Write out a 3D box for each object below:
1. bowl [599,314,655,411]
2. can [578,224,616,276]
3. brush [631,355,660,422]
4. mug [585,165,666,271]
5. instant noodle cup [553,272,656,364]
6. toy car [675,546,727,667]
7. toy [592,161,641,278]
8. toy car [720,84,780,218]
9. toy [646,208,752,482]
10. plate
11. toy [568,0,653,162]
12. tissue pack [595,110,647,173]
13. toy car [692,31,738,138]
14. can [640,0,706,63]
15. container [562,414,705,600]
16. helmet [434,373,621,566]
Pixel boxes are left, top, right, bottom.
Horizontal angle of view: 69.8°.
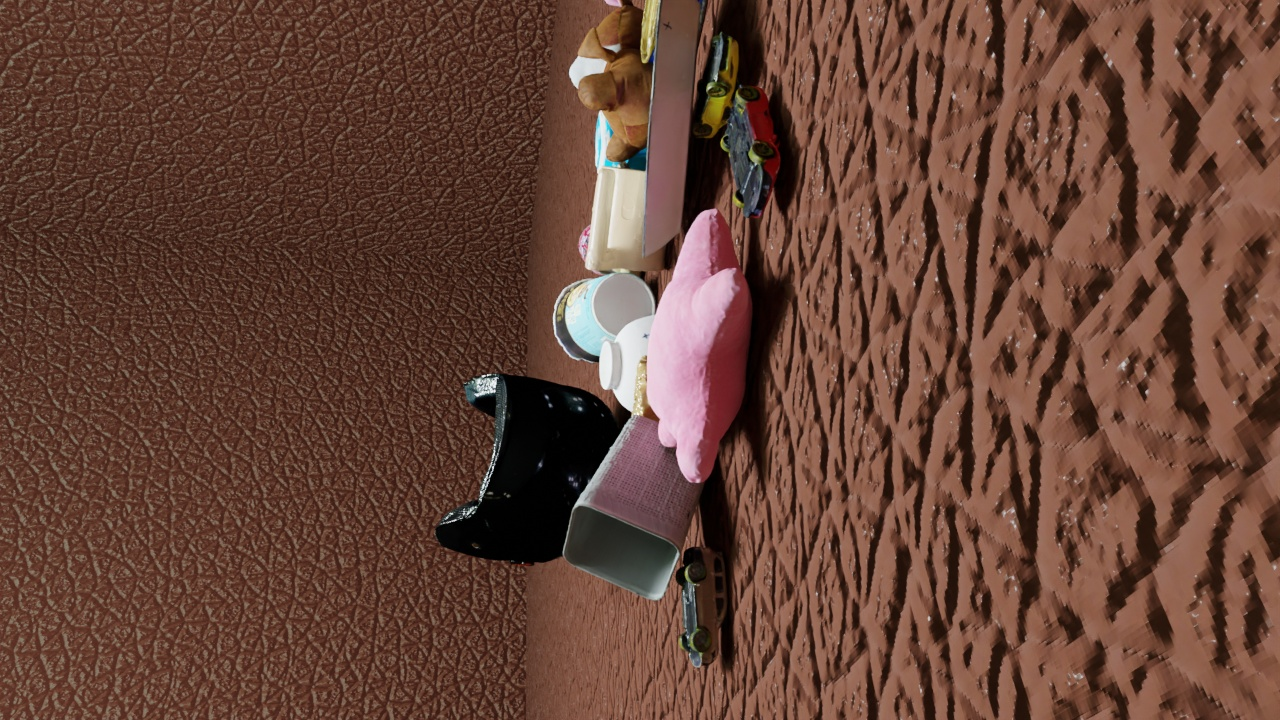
[{"bbox_3d":[-0.006,0.006,0.946,0.118,0.064,0.118,-178,91,-74],"label":"bowl"},{"bbox_3d":[-0.046,-0.150,1.232,0.093,0.066,0.066,-122,36,-73],"label":"can"},{"bbox_3d":[0.014,0.098,0.897,0.083,0.046,0.255,-93,2,-49],"label":"brush"},{"bbox_3d":[-0.018,-0.151,0.976,0.124,0.084,0.103,-18,-62,-62],"label":"mug"},{"bbox_3d":[-0.036,-0.056,1.081,0.121,0.111,0.111,158,115,-70],"label":"instant noodle cup"},{"bbox_3d":[0.048,0.191,0.713,0.042,0.035,0.090,119,152,-71],"label":"toy car"},{"bbox_3d":[-0.013,-0.158,1.098,0.105,0.066,0.158,54,152,37],"label":"toy"},{"bbox_3d":[0.080,-0.146,0.643,0.049,0.031,0.106,104,166,-50],"label":"toy car"},{"bbox_3d":[0.044,-0.018,0.698,0.178,0.074,0.195,-119,37,-75],"label":"toy"},{"bbox_3d":[0.029,-0.211,0.823,0.266,0.034,0.161,92,-176,-52],"label":"plate"},{"bbox_3d":[-0.019,-0.316,1.018,0.140,0.131,0.199,65,-156,-53],"label":"toy"},{"bbox_3d":[-0.022,-0.267,1.144,0.090,0.063,0.139,107,162,-54],"label":"tissue pack"},{"bbox_3d":[0.064,-0.218,0.737,0.105,0.032,0.048,110,167,-73],"label":"toy car"},{"bbox_3d":[0.035,-0.362,0.896,0.074,0.049,0.148,-100,16,-51],"label":"can"},{"bbox_3d":[0.003,0.117,0.759,0.090,0.090,0.114,105,-170,-46],"label":"container"},{"bbox_3d":[-0.132,0.146,1.188,0.275,0.230,0.233,91,-175,-62],"label":"helmet"}]
